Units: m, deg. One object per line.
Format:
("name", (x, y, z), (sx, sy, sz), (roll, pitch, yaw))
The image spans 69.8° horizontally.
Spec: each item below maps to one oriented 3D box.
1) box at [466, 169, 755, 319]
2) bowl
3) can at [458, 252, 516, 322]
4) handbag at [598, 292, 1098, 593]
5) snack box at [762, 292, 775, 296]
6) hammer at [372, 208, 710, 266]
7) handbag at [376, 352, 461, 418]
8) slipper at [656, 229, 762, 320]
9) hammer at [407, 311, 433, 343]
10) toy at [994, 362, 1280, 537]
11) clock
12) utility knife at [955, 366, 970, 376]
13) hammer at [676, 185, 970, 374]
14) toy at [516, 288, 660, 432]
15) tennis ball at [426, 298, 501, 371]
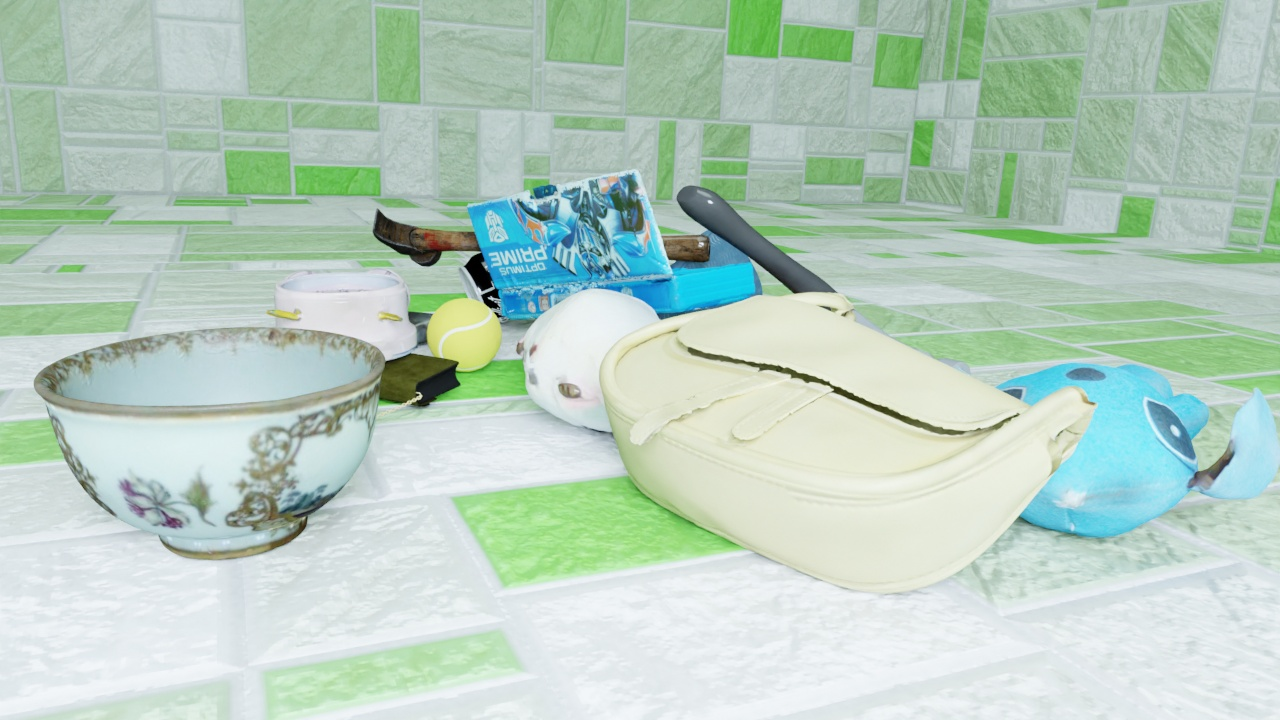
("box", (-0.035, -0.095, 0.781), (0.113, 0.114, 0.244), (-13, 9, -40))
("bowl", (-0.213, 0.045, 0.475), (0.160, 0.094, 0.159), (2, 14, -1))
("can", (-0.120, -0.101, 1.020), (0.145, 0.080, 0.080), (-26, 23, -16))
("handbag", (0.094, 0.028, 0.497), (0.190, 0.089, 0.233), (-34, 36, -18))
("snack box", (0.041, -0.059, 1.039), (0.193, 0.044, 0.141), (-6, 15, -25))
("hammer", (-0.097, -0.116, 0.904), (0.331, 0.033, 0.120), (3, -7, 13))
("handbag", (-0.216, 0.033, 0.683), (0.084, 0.027, 0.177), (8, 20, 26))
("slipper", (0.059, -0.059, 0.932), (0.059, 0.104, 0.213), (-34, 8, 45))
("hammer", (-0.273, 0.000, 0.782), (0.133, 0.033, 0.332), (9, 16, 18))
("toy", (0.250, 0.046, 0.563), (0.224, 0.099, 0.191), (-3, 6, 23))
("clock", (-0.249, -0.042, 0.770), (0.116, 0.059, 0.158), (-2, 16, -14))
("utility knife", (0.179, 0.036, 0.631), (0.173, 0.020, 0.029), (-24, 33, -37))
("hammer", (0.146, -0.058, 0.777), (0.310, 0.029, 0.125), (31, -6, -31))
("toy", (-0.004, 0.004, 0.688), (0.179, 0.101, 0.139), (11, 14, -34))
("tennis ball", (-0.156, -0.022, 0.813), (0.065, 0.065, 0.065), (2, 14, -1))
